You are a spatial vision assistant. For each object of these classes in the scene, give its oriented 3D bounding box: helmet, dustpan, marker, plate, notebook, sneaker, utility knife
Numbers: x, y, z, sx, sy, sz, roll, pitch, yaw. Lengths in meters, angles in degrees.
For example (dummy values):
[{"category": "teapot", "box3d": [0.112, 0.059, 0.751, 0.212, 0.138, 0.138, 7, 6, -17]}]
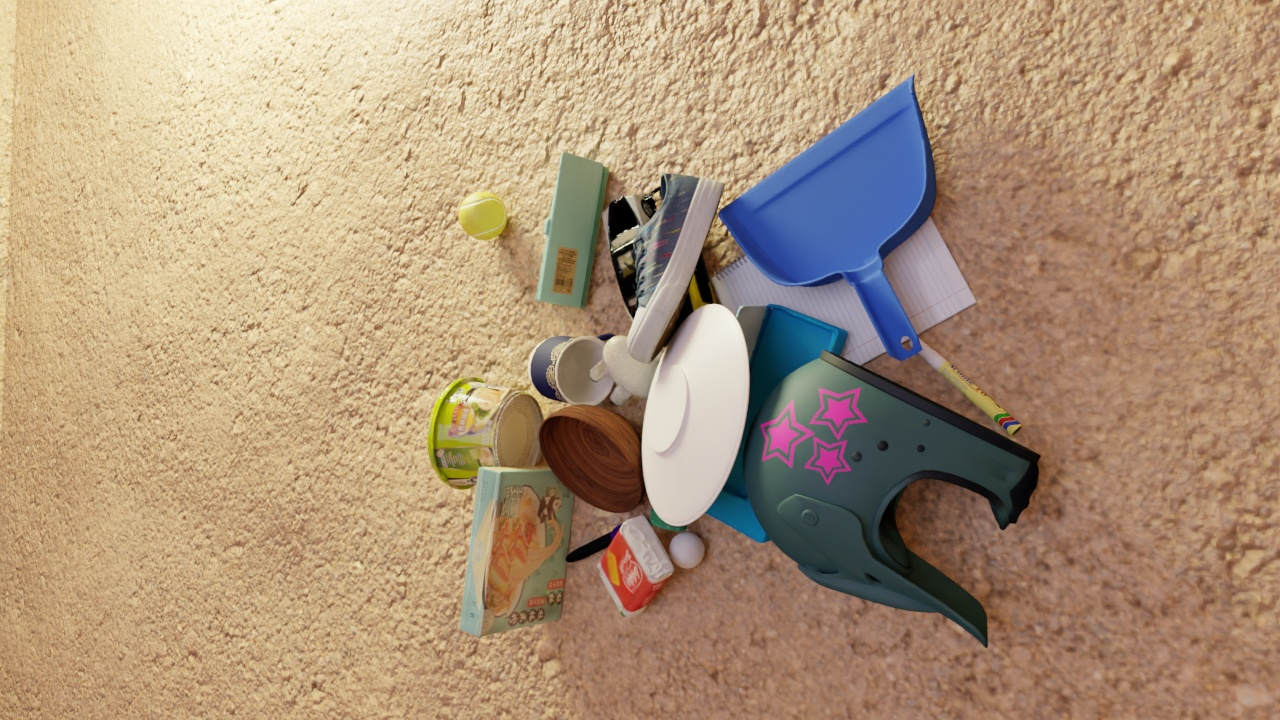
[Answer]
[{"category": "helmet", "box3d": [0.222, 0.127, 0.848, 0.275, 0.176, 0.200, 28, 98, 20]}, {"category": "dustpan", "box3d": [0.219, -0.118, 0.924, 0.246, 0.059, 0.257, -32, 72, 29]}, {"category": "marker", "box3d": [-0.044, 0.220, 1.119, 0.134, 0.018, 0.015, -31, 26, 30]}, {"category": "plate", "box3d": [0.039, 0.052, 0.934, 0.230, 0.030, 0.229, -168, 90, -68]}, {"category": "notebook", "box3d": [0.203, -0.077, 0.975, 0.246, 0.013, 0.177, -32, 70, 29]}, {"category": "sneaker", "box3d": [0.022, -0.107, 1.013, 0.079, 0.087, 0.235, 20, 69, 3]}, {"category": "utility knife", "box3d": [0.061, -0.115, 1.069, 0.020, 0.028, 0.172, -35, 64, 52]}, {"category": "marker", "box3d": [0.311, 0.023, 0.885, 0.132, 0.014, 0.014, 48, 112, 29]}]

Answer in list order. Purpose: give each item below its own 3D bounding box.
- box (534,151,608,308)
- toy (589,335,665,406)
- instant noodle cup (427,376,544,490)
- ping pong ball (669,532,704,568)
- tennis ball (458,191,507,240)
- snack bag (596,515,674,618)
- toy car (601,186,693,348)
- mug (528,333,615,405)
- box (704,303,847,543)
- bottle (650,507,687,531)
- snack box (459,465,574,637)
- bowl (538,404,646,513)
[{"category": "box", "box3d": [-0.102, -0.163, 1.153, 0.077, 0.092, 0.188, 13, 93, 35]}, {"category": "toy", "box3d": [-0.006, 0.006, 1.083, 0.087, 0.050, 0.113, 44, 117, -7]}, {"category": "instant noodle cup", "box3d": [-0.191, 0.096, 1.167, 0.098, 0.146, 0.146, 4, 87, 25]}, {"category": "ping pong ball", "box3d": [0.052, 0.214, 1.037, 0.040, 0.040, 0.040, -4, 83, 35]}, {"category": "tennis ball", "box3d": [-0.215, -0.197, 1.254, 0.065, 0.065, 0.065, -4, 83, 35]}, {"category": "snack bag", "box3d": [-0.008, 0.238, 1.053, 0.077, 0.036, 0.116, 58, 145, 25]}, {"category": "toy car", "box3d": [0.003, -0.113, 1.087, 0.094, 0.071, 0.191, -24, 71, 30]}, {"category": "mug", "box3d": [-0.082, 0.002, 1.134, 0.111, 0.086, 0.089, -45, 28, -25]}, {"category": "box", "box3d": [0.115, 0.066, 0.953, 0.094, 0.115, 0.243, 25, 103, 33]}, {"category": "bottle", "box3d": [0.050, 0.085, 1.034, 0.068, 0.068, 0.209, 12, 93, 36]}, {"category": "snack box", "box3d": [-0.147, 0.226, 1.117, 0.044, 0.141, 0.193, 5, 89, 36]}, {"category": "bowl", "box3d": [-0.042, 0.103, 1.087, 0.147, 0.068, 0.147, 24, 138, 24]}]
